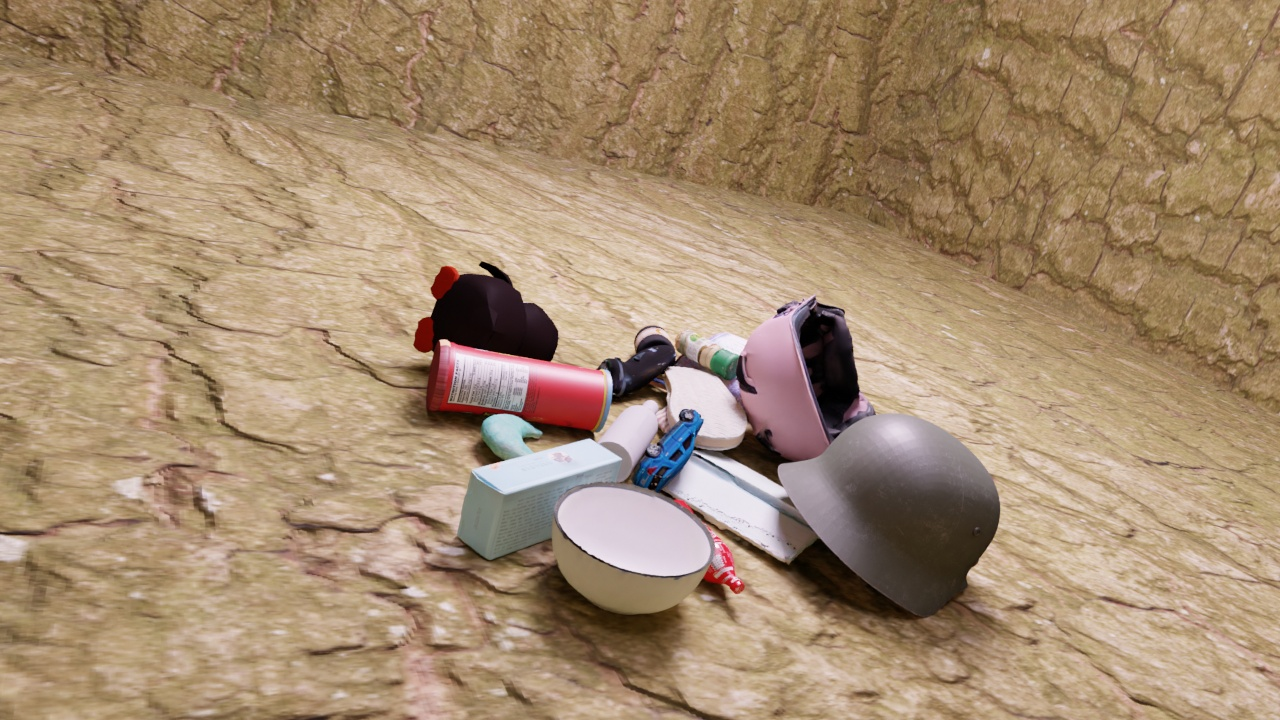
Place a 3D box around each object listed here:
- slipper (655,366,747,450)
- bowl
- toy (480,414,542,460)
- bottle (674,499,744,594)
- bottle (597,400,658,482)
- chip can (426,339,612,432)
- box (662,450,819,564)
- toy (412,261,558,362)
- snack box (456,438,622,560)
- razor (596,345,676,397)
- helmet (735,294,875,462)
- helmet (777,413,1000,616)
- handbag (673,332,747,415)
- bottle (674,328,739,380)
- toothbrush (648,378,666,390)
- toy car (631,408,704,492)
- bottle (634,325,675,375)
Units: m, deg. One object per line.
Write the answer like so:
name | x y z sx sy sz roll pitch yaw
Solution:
slipper | 0.075 0.069 1.248 0.115 0.052 0.262 7 18 -6
bowl | -0.013 0.182 0.852 0.153 0.073 0.153 13 20 -5
toy | -0.143 0.094 1.054 0.085 0.033 0.105 22 17 -27
bottle | 0.060 0.189 0.933 0.041 0.042 0.141 2 24 -34
bottle | -0.010 0.090 1.132 0.052 0.052 0.194 19 20 9
chip can | -0.149 0.034 1.127 0.213 0.087 0.087 10 21 -19
box | 0.127 0.160 1.068 0.197 0.044 0.135 26 22 36
toy | -0.179 -0.035 1.223 0.140 0.159 0.184 19 -1 41
snack box | -0.097 0.134 0.913 0.053 0.075 0.174 30 24 31
razor | -0.008 0.008 1.309 0.140 0.064 0.053 -30 38 -33
helmet | 0.214 0.035 1.242 0.153 0.230 0.254 -15 8 25
helmet | 0.304 0.149 1.024 0.267 0.154 0.227 30 19 -35
handbag | 0.146 0.026 1.415 0.159 0.069 0.126 28 38 33
bottle | 0.101 -0.010 1.373 0.043 0.043 0.111 -5 27 -45
toothbrush | 0.034 0.038 1.358 0.135 0.017 0.021 23 16 18
toy car | 0.036 0.107 1.072 0.043 0.056 0.119 35 51 11
bottle | 0.019 -0.025 1.452 0.059 0.059 0.181 14 12 -6
